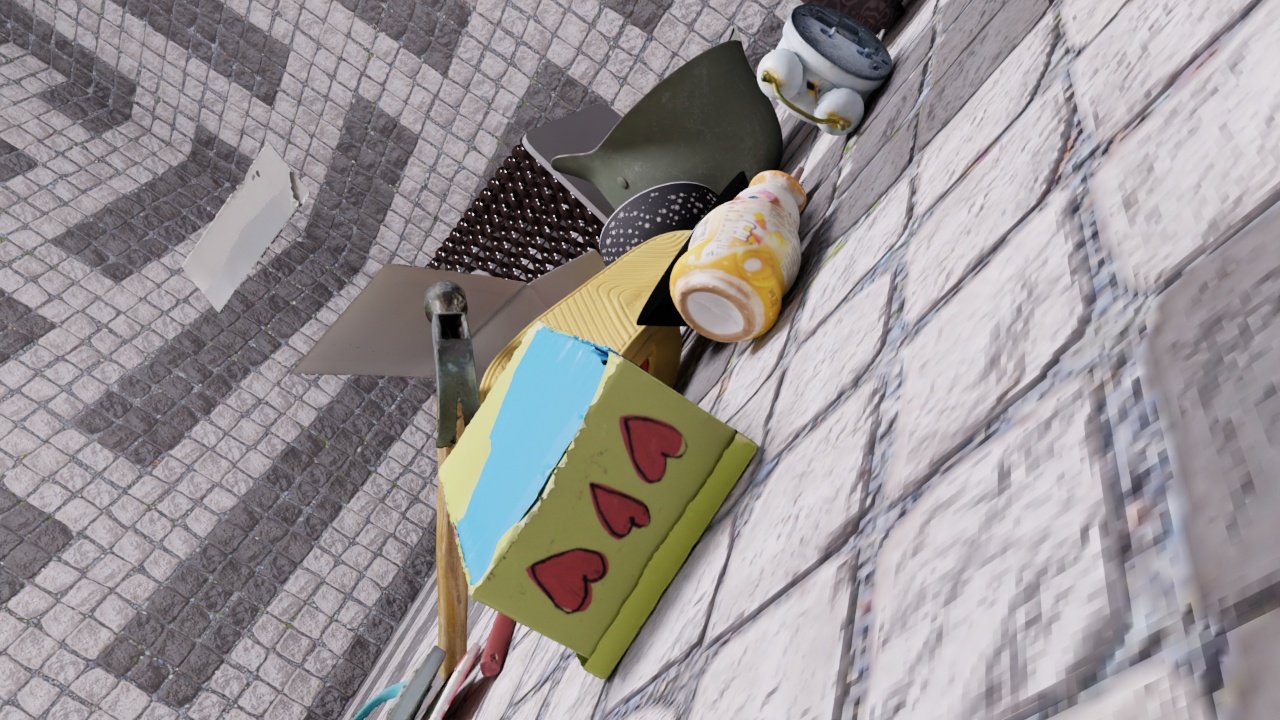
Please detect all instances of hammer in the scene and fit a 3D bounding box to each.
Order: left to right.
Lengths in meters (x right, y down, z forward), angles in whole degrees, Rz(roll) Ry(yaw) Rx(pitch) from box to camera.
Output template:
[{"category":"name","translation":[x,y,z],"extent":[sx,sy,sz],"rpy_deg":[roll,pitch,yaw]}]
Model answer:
[{"category":"hammer","translation":[-0.139,0.118,0.678],"extent":[0.132,0.033,0.331],"rpy_deg":[-117,29,-54]}]

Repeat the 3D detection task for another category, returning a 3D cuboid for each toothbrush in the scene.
[{"category":"toothbrush","translation":[-0.103,0.193,0.709],"extent":[0.016,0.016,0.189],"rpy_deg":[-60,5,8]}]

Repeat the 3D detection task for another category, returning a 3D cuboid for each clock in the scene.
[{"category":"clock","translation":[0.128,-0.204,0.653],"extent":[0.117,0.083,0.057],"rpy_deg":[-57,-1,-44]}]

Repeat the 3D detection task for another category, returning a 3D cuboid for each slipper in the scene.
[{"category":"slipper","translation":[-0.219,0.305,0.763],"extent":[0.270,0.055,0.098],"rpy_deg":[-59,-2,38]},{"category":"slipper","translation":[-0.018,-0.009,0.690],"extent":[0.262,0.100,0.078],"rpy_deg":[-44,-42,-36]}]

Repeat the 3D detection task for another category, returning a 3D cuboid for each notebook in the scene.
[{"category":"notebook","translation":[-0.174,0.298,0.671],"extent":[0.152,0.012,0.209],"rpy_deg":[-60,2,-36]}]

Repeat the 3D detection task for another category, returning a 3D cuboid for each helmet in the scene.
[{"category":"helmet","translation":[0.049,-0.200,0.897],"extent":[0.227,0.154,0.268],"rpy_deg":[-37,-2,-4]}]

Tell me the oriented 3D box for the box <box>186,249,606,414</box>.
[{"category":"box","translation":[-0.179,-0.018,0.863],"extent":[0.167,0.108,0.417],"rpy_deg":[-40,-13,30]}]

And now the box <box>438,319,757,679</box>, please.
[{"category":"box","translation":[-0.036,0.053,0.469],"extent":[0.124,0.079,0.221],"rpy_deg":[-58,18,-4]}]

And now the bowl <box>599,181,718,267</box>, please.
[{"category":"bowl","translation":[0.030,-0.092,0.815],"extent":[0.120,0.120,0.066],"rpy_deg":[-52,47,40]}]

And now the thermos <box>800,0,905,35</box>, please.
[{"category":"thermos","translation":[0.203,-0.393,0.722],"extent":[0.227,0.172,0.172],"rpy_deg":[-46,10,31]}]

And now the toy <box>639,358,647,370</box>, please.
[{"category":"toy","translation":[-0.005,0.005,0.782],"extent":[0.135,0.045,0.092],"rpy_deg":[-64,9,-20]}]

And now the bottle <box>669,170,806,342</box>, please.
[{"category":"bottle","translation":[0.061,-0.062,0.516],"extent":[0.108,0.063,0.063],"rpy_deg":[-59,6,-35]}]

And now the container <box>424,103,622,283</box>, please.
[{"category":"container","translation":[-0.081,-0.150,1.186],"extent":[0.244,0.247,0.244],"rpy_deg":[-48,-2,36]}]

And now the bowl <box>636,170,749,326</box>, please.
[{"category":"bowl","translation":[0.054,-0.061,0.617],"extent":[0.124,0.052,0.124],"rpy_deg":[-55,6,8]}]

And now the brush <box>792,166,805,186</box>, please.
[{"category":"brush","translation":[0.094,-0.096,0.696],"extent":[0.049,0.015,0.136],"rpy_deg":[-60,1,-19]}]
